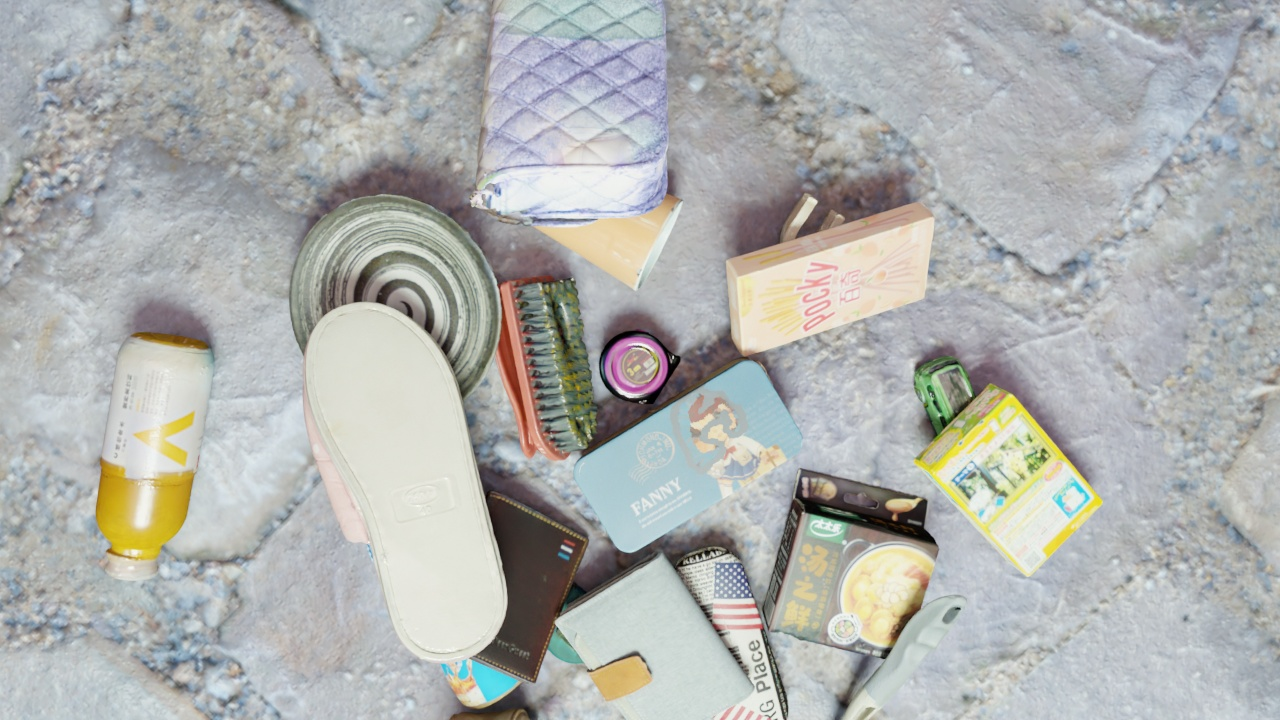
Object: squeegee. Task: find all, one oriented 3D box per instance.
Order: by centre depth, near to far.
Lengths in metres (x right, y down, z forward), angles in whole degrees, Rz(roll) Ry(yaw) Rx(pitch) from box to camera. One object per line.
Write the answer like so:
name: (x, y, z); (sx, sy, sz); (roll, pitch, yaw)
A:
squeegee: (0.182, 0.270, 0.718); (0.246, 0.039, 0.247); (20, 110, -13)

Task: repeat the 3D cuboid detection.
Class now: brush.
brush: (-0.078, 0.008, 0.721); (0.069, 0.063, 0.146); (-8, 95, 30)

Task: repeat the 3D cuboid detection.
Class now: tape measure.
tape measure: (-0.004, 0.004, 0.729); (0.058, 0.039, 0.057); (30, 92, -7)
tape measure: (-0.052, 0.218, 0.747); (0.054, 0.025, 0.058); (37, 93, -2)

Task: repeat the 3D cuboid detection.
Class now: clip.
clip: (0.121, -0.085, 0.712); (0.035, 0.092, 0.103); (33, 81, -3)

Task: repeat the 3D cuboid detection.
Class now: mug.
mug: (-0.038, -0.116, 0.707); (0.123, 0.078, 0.078); (28, 92, 3)

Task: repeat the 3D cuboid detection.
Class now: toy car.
toy car: (0.254, 0.042, 0.736); (0.043, 0.036, 0.091); (-25, 97, -1)

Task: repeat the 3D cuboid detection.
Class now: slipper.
slipper: (-0.172, 0.086, 0.678); (0.114, 0.054, 0.274); (-19, 82, -17)

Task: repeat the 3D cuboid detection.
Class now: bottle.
bottle: (-0.380, 0.075, 0.713); (0.068, 0.068, 0.189); (11, 93, -1)
bottle: (-0.166, 0.166, 0.723); (0.065, 0.065, 0.218); (-31, 93, 1)

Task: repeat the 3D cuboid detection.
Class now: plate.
plate: (-0.190, -0.039, 0.717); (0.179, 0.024, 0.179); (2, 101, 12)

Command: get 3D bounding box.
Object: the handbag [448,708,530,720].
handbag: (-0.104, 0.374, 0.692); (0.100, 0.147, 0.204); (-5, 103, 1)

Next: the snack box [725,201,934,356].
snack box: (0.144, -0.061, 0.700); (0.157, 0.026, 0.085); (-18, 137, -6)

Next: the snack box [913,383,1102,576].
snack box: (0.290, 0.095, 0.722); (0.087, 0.033, 0.140); (-46, 112, 2)

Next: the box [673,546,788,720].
box: (0.072, 0.230, 0.745); (0.071, 0.057, 0.164); (-17, 95, -15)

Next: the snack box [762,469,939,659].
snack box: (0.169, 0.165, 0.738); (0.113, 0.053, 0.126); (13, 98, -1)

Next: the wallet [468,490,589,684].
wallet: (-0.101, 0.175, 0.710); (0.096, 0.020, 0.122); (31, 63, -20)

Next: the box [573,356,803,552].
box: (0.031, 0.075, 0.724); (0.184, 0.059, 0.090); (-34, 92, 0)

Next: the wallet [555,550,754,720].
wallet: (0.008, 0.227, 0.708); (0.107, 0.037, 0.129); (-33, 93, 11)

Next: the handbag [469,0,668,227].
handbag: (-0.047, -0.187, 0.662); (0.134, 0.076, 0.193); (1, 61, -1)
